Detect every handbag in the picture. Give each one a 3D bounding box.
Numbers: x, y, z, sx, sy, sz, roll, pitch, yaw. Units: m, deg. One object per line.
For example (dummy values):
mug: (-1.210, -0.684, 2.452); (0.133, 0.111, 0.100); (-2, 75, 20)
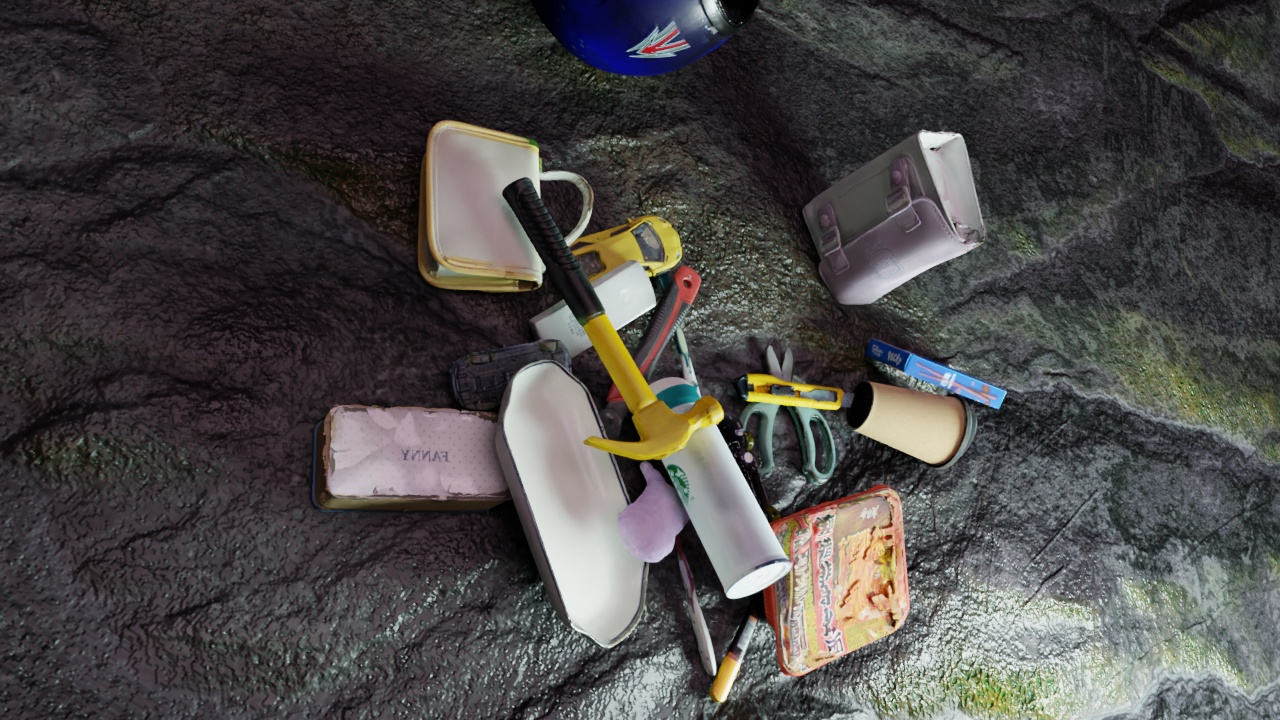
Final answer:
handbag: (0.298, -0.164, 1.094); (0.098, 0.198, 0.145); (-11, 79, -34)
handbag: (-0.133, -0.146, 0.925); (0.178, 0.063, 0.163); (4, 71, -24)

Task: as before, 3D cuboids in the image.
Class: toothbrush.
toothbrush: (0.052, 0.224, 0.933); (0.017, 0.016, 0.187); (-4, 75, -40)
toothbrush: (0.044, -0.012, 1.010); (0.016, 0.018, 0.191); (-9, 80, -31)

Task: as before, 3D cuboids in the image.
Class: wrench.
wrench: (-0.006, 0.006, 0.963); (0.056, 0.016, 0.272); (41, 64, -15)

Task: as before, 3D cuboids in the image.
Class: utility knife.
utility knife: (0.179, 0.036, 1.045); (0.173, 0.015, 0.033); (7, 71, -27)

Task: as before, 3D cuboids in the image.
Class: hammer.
hammer: (-0.046, -0.040, 0.872); (0.128, 0.033, 0.300); (-28, 85, -21)

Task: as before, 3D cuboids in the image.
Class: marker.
marker: (0.100, 0.291, 0.937); (0.018, 0.015, 0.123); (41, 56, -13)

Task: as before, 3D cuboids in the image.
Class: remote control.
remote control: (-0.047, -0.049, 0.940); (0.135, 0.019, 0.056); (-34, 116, -19)

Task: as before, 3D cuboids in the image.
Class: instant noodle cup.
instant noodle cup: (0.194, 0.220, 0.955); (0.188, 0.079, 0.164); (-10, 100, -31)

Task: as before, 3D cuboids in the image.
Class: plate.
plate: (-0.067, 0.131, 0.846); (0.161, 0.034, 0.265); (-26, 97, -63)

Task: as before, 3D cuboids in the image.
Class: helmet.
helmet: (-0.005, -0.468, 0.999); (0.247, 0.241, 0.315); (35, 59, -59)

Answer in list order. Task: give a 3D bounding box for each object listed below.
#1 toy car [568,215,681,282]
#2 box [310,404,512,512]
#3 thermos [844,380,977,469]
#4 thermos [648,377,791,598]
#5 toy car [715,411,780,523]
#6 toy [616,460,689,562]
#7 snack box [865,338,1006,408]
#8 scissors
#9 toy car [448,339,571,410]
toy car: (-0.022, -0.112, 0.982); (0.155, 0.041, 0.071); (-21, 85, -24)
box: (-0.205, 0.089, 0.811); (0.184, 0.062, 0.089); (7, 69, -25)
thermos: (0.322, 0.072, 1.094); (0.143, 0.093, 0.093); (18, 65, -15)
thermos: (0.063, 0.116, 0.893); (0.073, 0.073, 0.224); (-7, 54, -31)
toy car: (0.098, 0.131, 0.972); (0.070, 0.042, 0.158); (-13, 85, -32)
toy: (0.013, 0.152, 0.896); (0.084, 0.039, 0.107); (44, 38, -1)
snack box: (0.365, 0.016, 1.136); (0.157, 0.084, 0.026); (19, 98, -22)
scissors: (0.151, 0.065, 1.040); (0.169, 0.019, 0.177); (-14, 82, -31)
toy car: (-0.125, 0.012, 0.888); (0.120, 0.037, 0.054); (-12, 103, -26)
